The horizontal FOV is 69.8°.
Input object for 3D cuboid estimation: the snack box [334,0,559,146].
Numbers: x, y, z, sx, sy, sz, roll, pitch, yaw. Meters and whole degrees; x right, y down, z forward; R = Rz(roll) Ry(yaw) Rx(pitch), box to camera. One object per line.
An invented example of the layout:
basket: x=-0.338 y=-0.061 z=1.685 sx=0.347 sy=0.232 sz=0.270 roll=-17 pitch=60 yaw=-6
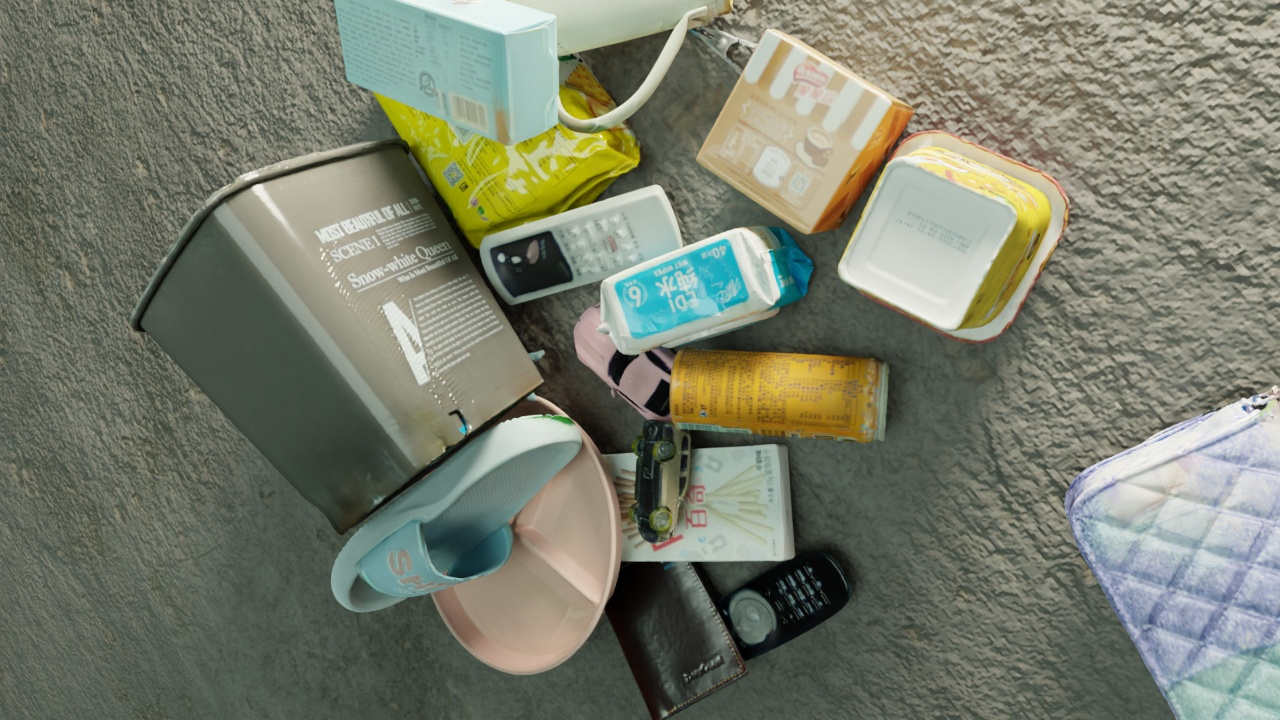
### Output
snack box: x=-0.134 y=-0.211 z=0.625 sx=0.175 sy=0.051 sz=0.074 roll=27 pitch=133 yaw=28

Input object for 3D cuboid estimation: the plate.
plate: x=-0.102 y=0.140 z=0.760 sx=0.230 sy=0.028 sz=0.229 roll=-3 pitch=86 yaw=38

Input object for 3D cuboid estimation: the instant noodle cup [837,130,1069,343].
instant noodle cup: x=0.181 y=-0.072 z=0.550 sx=0.116 sy=0.123 sz=0.116 roll=30 pitch=111 yaw=19

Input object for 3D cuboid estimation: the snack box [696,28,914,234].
snack box: x=0.108 y=-0.147 z=0.599 sx=0.093 sy=0.076 sz=0.094 roll=37 pitch=114 yaw=17

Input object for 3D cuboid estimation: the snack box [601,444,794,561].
snack box: x=0.038 y=0.110 z=0.702 sx=0.157 sy=0.026 sz=0.084 roll=-7 pitch=81 yaw=27

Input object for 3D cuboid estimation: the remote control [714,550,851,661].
remote control: x=0.103 y=0.186 z=0.693 sx=0.137 sy=0.024 sz=0.053 roll=-39 pitch=76 yaw=31

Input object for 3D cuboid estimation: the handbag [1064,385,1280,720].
handbag: x=0.347 y=0.129 z=0.531 sx=0.134 sy=0.075 sz=0.194 roll=-30 pitch=87 yaw=24

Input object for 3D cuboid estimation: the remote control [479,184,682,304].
remote control: x=-0.045 y=-0.084 z=0.689 sx=0.150 sy=0.021 sz=0.058 roll=-15 pitch=124 yaw=14

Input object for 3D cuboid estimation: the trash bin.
trash bin: x=-0.210 y=-0.014 z=0.683 sx=0.199 sy=0.198 sz=0.220 roll=-38 pitch=90 yaw=36

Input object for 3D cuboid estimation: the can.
can: x=0.095 y=0.023 z=0.634 sx=0.146 sy=0.058 sz=0.058 roll=3 pitch=101 yaw=15

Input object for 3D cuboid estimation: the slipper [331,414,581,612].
slipper: x=-0.134 y=0.129 z=0.706 sx=0.246 sy=0.104 sz=0.074 roll=-41 pitch=62 yaw=22

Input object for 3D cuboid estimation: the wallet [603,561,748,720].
wallet: x=0.021 y=0.210 z=0.726 sx=0.097 sy=0.020 sz=0.122 roll=-38 pitch=67 yaw=25

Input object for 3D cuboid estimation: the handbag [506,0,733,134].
handbag: x=-0.020 y=-0.248 z=0.619 sx=0.163 sy=0.063 sz=0.178 roll=-10 pitch=87 yaw=11

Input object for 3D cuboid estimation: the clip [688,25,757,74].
clip: x=0.057 y=-0.223 z=0.642 sx=0.057 sy=0.024 sz=0.029 roll=38 pitch=110 yaw=14

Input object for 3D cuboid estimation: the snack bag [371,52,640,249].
snack bag: x=-0.122 y=-0.200 z=0.714 sx=0.158 sy=0.068 sz=0.246 roll=-38 pitch=82 yaw=27

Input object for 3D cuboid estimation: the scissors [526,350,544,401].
scissors: x=-0.127 y=-0.003 z=0.766 sx=0.136 sy=0.017 sz=0.105 roll=-14 pitch=75 yaw=38

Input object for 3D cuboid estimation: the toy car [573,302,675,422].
toy car: x=-0.004 y=0.004 z=0.709 sx=0.122 sy=0.037 sz=0.056 roll=40 pitch=113 yaw=16

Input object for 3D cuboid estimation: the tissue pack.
tissue pack: x=0.045 y=-0.047 z=0.643 sx=0.140 sy=0.089 sz=0.063 roll=-18 pitch=90 yaw=28

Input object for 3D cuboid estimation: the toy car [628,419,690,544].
toy car: x=0.015 y=0.089 z=0.676 sx=0.042 sy=0.035 sz=0.090 roll=-177 pitch=93 yaw=-65
